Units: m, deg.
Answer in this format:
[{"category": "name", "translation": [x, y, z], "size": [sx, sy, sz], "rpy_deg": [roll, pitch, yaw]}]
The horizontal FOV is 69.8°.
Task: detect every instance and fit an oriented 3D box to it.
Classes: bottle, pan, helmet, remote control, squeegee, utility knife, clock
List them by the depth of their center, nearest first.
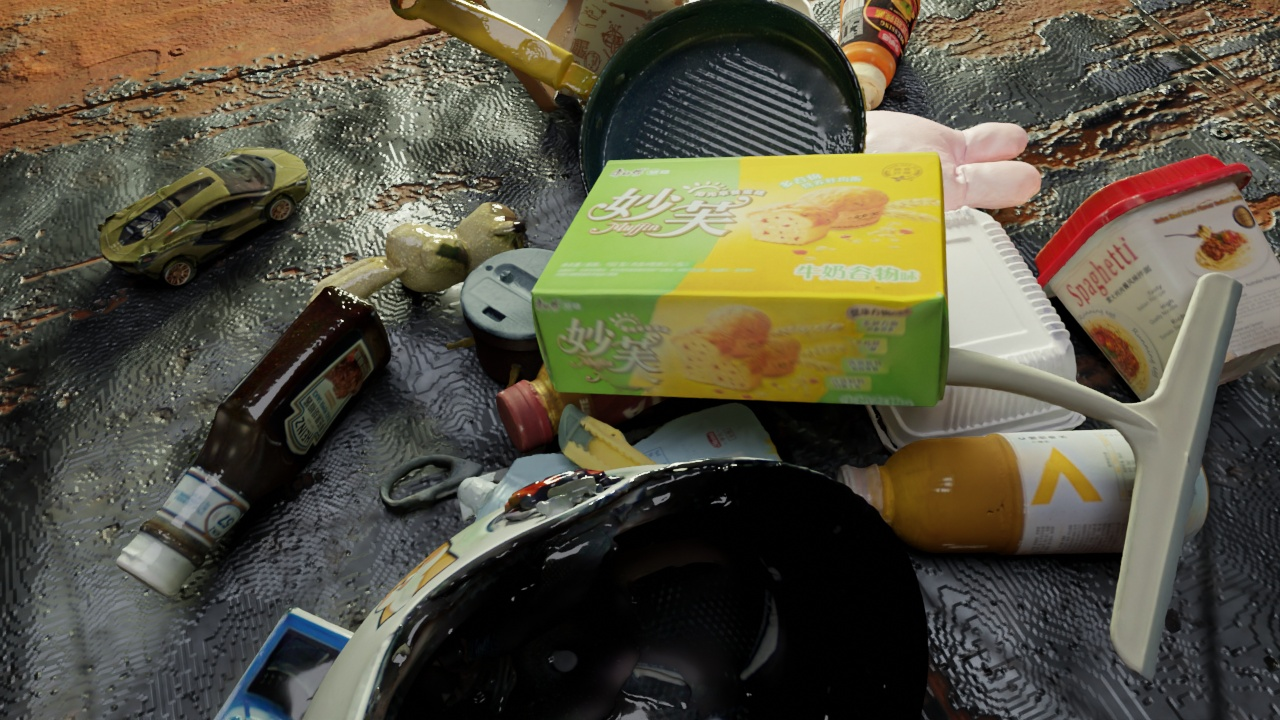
[{"category": "helmet", "translation": [-0.025, 0.153, 0.398], "size": [0.273, 0.230, 0.157], "rpy_deg": [-38, 21, -21]}, {"category": "remote control", "translation": [-0.192, 0.190, 0.468], "size": [0.049, 0.024, 0.124], "rpy_deg": [19, 58, 14]}, {"category": "utility knife", "translation": [0.041, 0.089, 0.495], "size": [0.216, 0.022, 0.031], "rpy_deg": [32, 81, 11]}, {"category": "squeegee", "translation": [0.173, 0.008, 0.501], "size": [0.247, 0.039, 0.245], "rpy_deg": [16, 58, 28]}, {"category": "bottle", "translation": [0.207, 0.074, 0.514], "size": [0.189, 0.068, 0.067], "rpy_deg": [-2, 55, 3]}, {"category": "bottle", "translation": [-0.221, 0.046, 0.537], "size": [0.044, 0.080, 0.194], "rpy_deg": [26, 61, 12]}, {"category": "bottle", "translation": [-0.003, 0.003, 0.570], "size": [0.174, 0.058, 0.057], "rpy_deg": [-25, 58, -19]}, {"category": "clock", "translation": [-0.064, -0.035, 0.603], "size": [0.082, 0.055, 0.121], "rpy_deg": [31, 54, 26]}, {"category": "pan", "translation": [-0.017, -0.186, 0.642], "size": [0.357, 0.078, 0.197], "rpy_deg": [27, 92, 17]}, {"category": "bottle", "translation": [0.189, -0.257, 0.759], "size": [0.067, 0.067, 0.149], "rpy_deg": [13, 63, 10]}]

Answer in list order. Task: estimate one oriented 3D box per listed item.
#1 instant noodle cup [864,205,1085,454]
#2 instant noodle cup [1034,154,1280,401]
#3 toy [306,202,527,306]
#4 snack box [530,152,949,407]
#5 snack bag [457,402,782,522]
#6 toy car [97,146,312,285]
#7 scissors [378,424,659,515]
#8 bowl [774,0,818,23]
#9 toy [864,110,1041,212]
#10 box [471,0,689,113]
[{"category": "instant noodle cup", "translation": [0.200, -0.029, 0.594], "size": [0.138, 0.060, 0.173], "rpy_deg": [-11, 54, -7]}, {"category": "instant noodle cup", "translation": [0.335, -0.045, 0.578], "size": [0.116, 0.116, 0.124], "rpy_deg": [-18, 68, -11]}, {"category": "toy", "translation": [-0.153, -0.062, 0.629], "size": [0.157, 0.066, 0.105], "rpy_deg": [-23, 15, -10]}, {"category": "snack box", "translation": [0.062, -0.051, 0.518], "size": [0.210, 0.070, 0.157], "rpy_deg": [2, 39, 15]}, {"category": "snack bag", "translation": [-0.007, 0.091, 0.518], "size": [0.190, 0.039, 0.110], "rpy_deg": [-15, 71, -14]}, {"category": "toy car", "translation": [-0.318, -0.113, 0.677], "size": [0.070, 0.042, 0.157], "rpy_deg": [37, 60, 23]}, {"category": "scissors", "translation": [-0.074, 0.067, 0.562], "size": [0.159, 0.014, 0.178], "rpy_deg": [9, 52, 3]}, {"category": "bowl", "translation": [0.113, -0.213, 0.714], "size": [0.064, 0.119, 0.118], "rpy_deg": [20, 47, -31]}, {"category": "toy", "translation": [0.206, -0.141, 0.674], "size": [0.159, 0.054, 0.121], "rpy_deg": [1, 50, 8]}, {"category": "box", "translation": [-0.055, -0.312, 0.745], "size": [0.174, 0.152, 0.181], "rpy_deg": [15, 54, -10]}]
